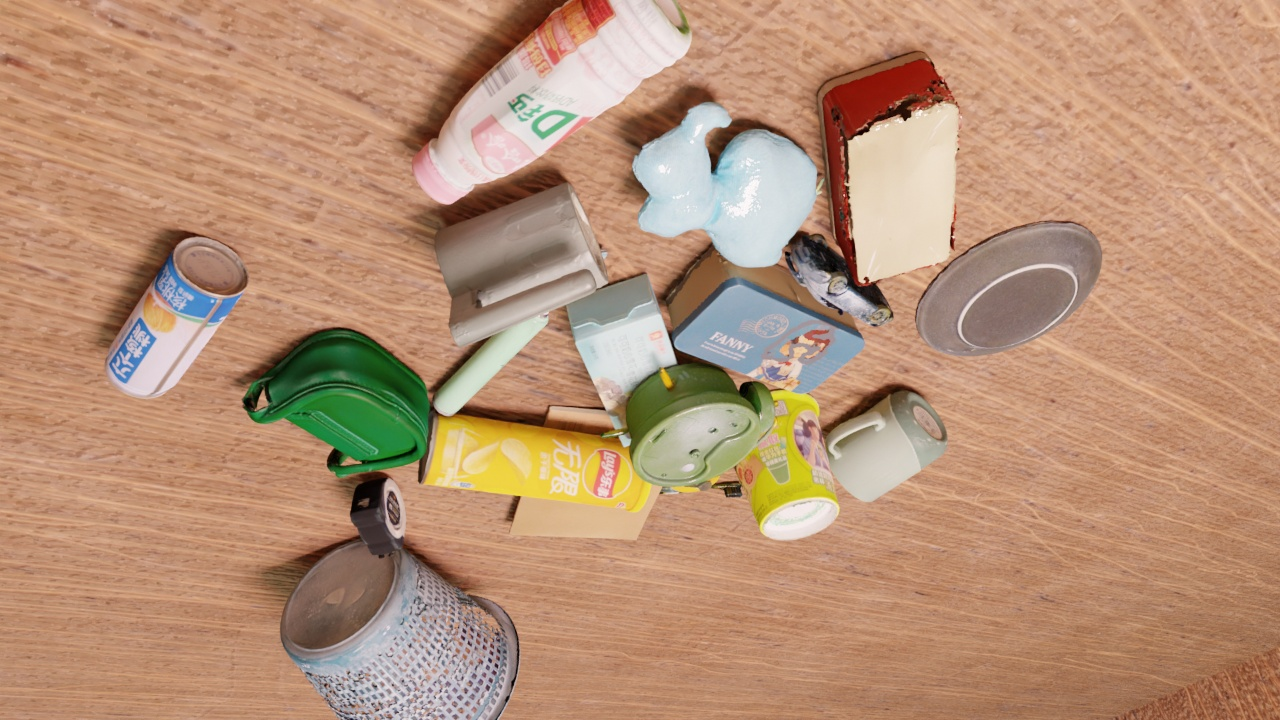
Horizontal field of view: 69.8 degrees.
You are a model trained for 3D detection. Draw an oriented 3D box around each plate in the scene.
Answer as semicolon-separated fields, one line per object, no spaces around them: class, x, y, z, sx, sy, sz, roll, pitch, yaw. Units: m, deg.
plate;0.351;-0.056;0.866;0.179;0.024;0.180;-9;142;-7

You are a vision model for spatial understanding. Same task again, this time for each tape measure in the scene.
tape measure;0.058;0.123;0.996;0.057;0.028;0.060;20;131;-36
tape measure;-0.258;0.150;0.906;0.033;0.066;0.066;-12;126;2

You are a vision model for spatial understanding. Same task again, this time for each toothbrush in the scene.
toothbrush;0.028;0.147;1.025;0.185;0.017;0.012;1;142;-18
toothbrush;-0.105;-0.023;0.771;0.225;0.026;0.027;-41;164;30

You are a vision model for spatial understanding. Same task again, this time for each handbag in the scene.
handbag;-0.250;0.044;0.776;0.120;0.067;0.131;-26;140;17

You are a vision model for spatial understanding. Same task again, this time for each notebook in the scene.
notebook;-0.046;0.125;0.966;0.149;0.012;0.212;6;134;-17

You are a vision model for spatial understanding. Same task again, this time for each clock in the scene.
clock;0.055;0.059;0.813;0.161;0.056;0.116;15;130;-36

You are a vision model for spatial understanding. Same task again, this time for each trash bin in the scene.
trash bin;-0.273;0.305;1.000;0.227;0.226;0.195;-20;129;8

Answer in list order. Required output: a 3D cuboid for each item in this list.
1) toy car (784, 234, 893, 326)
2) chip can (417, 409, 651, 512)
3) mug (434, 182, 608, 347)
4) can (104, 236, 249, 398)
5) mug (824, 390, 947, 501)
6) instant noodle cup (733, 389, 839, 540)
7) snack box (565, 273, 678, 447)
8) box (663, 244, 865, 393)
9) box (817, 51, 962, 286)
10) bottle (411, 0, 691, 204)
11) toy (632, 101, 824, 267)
toy car;0.170;-0.064;0.778;0.120;0.054;0.037;23;126;-38
chip can;-0.097;0.096;0.868;0.213;0.072;0.072;11;136;-19
mug;-0.082;-0.063;0.652;0.103;0.123;0.084;-21;124;5
can;-0.341;-0.028;0.671;0.053;0.053;0.135;23;129;-37
mug;0.250;0.084;0.962;0.111;0.082;0.107;22;131;-33
instant noodle cup;0.145;0.111;0.930;0.111;0.123;0.112;-8;142;-7
snack box;-0.005;0.005;0.812;0.074;0.051;0.175;-18;142;3
box;0.103;-0.035;0.789;0.184;0.061;0.090;16;133;-34
box;0.190;-0.131;0.683;0.091;0.076;0.168;-17;142;5
bottle;-0.063;-0.166;0.576;0.197;0.068;0.068;-31;139;25
toy;0.070;-0.124;0.676;0.156;0.049;0.162;-17;137;-10
